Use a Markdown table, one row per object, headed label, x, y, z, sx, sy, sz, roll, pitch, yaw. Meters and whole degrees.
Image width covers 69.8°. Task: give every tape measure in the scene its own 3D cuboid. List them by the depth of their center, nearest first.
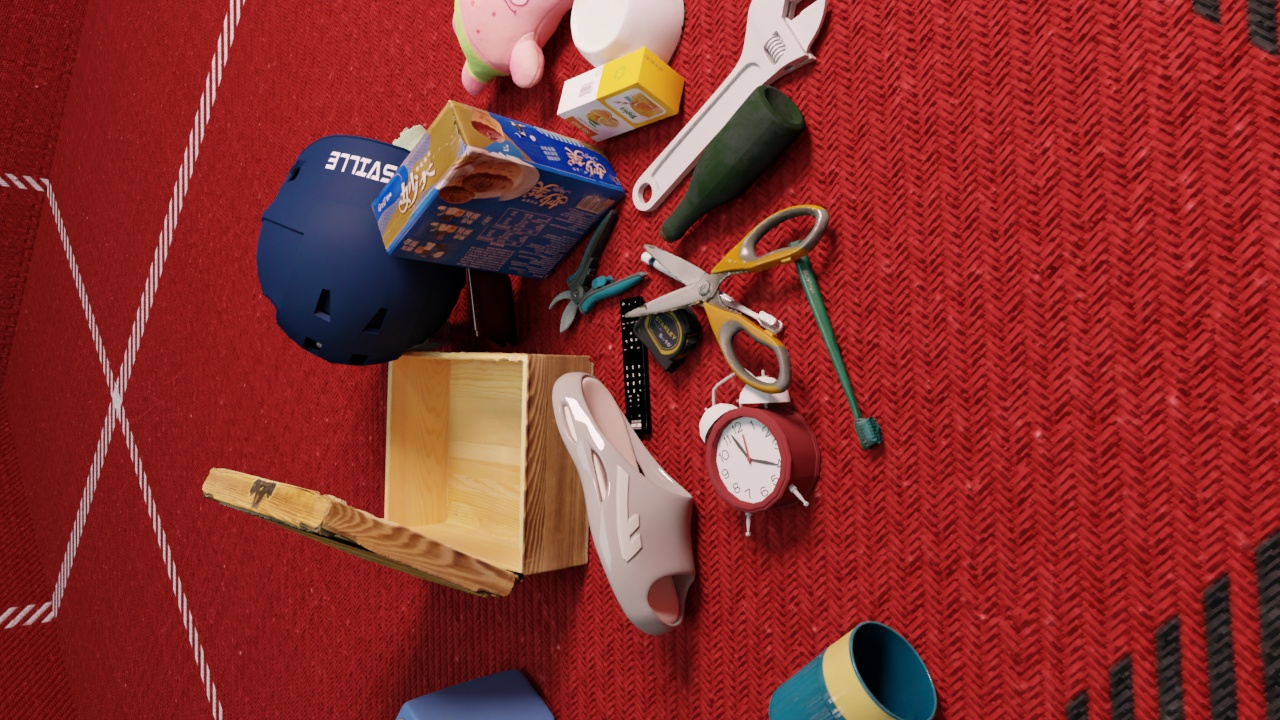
| label | x | y | z | sx | sy | sz | roll | pitch | yaw |
| --- | --- | --- | --- | --- | --- | --- | --- | --- | --- |
| tape measure | 0.029 | -0.030 | 0.886 | 0.061 | 0.034 | 0.062 | 52 | 128 | 18 |

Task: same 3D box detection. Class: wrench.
| label | x | y | z | sx | sy | sz | roll | pitch | yaw |
| --- | --- | --- | --- | --- | --- | --- | --- | --- | --- |
| wrench | 0.072 | -0.244 | 0.861 | 0.274 | 0.018 | 0.086 | -43 | 61 | 37 |

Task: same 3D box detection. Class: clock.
| label | x | y | z | sx | sy | sz | roll | pitch | yaw |
| --- | --- | --- | --- | --- | --- | --- | --- | --- | --- |
| clock | 0.101 | 0.075 | 0.802 | 0.096 | 0.048 | 0.137 | -37 | 65 | 38 |

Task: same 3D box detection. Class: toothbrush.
| label | x | y | z | sx | sy | sz | roll | pitch | yaw |
| --- | --- | --- | --- | --- | --- | --- | --- | --- | --- |
| toothbrush | 0.162 | -0.017 | 0.766 | 0.017 | 0.016 | 0.189 | -33 | 67 | 42 |
| toothbrush | 0.062 | -0.068 | 0.866 | 0.187 | 0.017 | 0.012 | 33 | 80 | 40 |

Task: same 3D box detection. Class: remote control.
| label | x | y | z | sx | sy | sz | roll | pitch | yaw |
| --- | --- | --- | --- | --- | --- | --- | --- | --- | --- |
| remote control | -0.006 | 0.005 | 0.936 | 0.030 | 0.009 | 0.140 | -7 | 84 | 44 |

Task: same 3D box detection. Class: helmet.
| label | x | y | z | sx | sy | sz | roll | pitch | yaw |
| --- | --- | --- | --- | --- | --- | --- | --- | --- | --- |
| helmet | -0.321 | -0.099 | 1.049 | 0.273 | 0.232 | 0.222 | -24 | 50 | 64 |

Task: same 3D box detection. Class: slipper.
| label | x | y | z | sx | sy | sz | roll | pitch | yaw |
| --- | --- | --- | --- | --- | --- | --- | --- | --- | --- |
| slipper | -0.001 | 0.121 | 0.872 | 0.081 | 0.112 | 0.265 | -28 | 69 | 20 |

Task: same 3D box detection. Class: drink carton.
| label | x | y | z | sx | sy | sz | roll | pitch | yaw |
| --- | --- | --- | --- | --- | --- | --- | --- | --- | --- |
| drink carton | -0.023 | -0.263 | 0.918 | 0.123 | 0.058 | 0.040 | -6 | 66 | 44 |

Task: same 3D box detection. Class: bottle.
| label | x | y | z | sx | sy | sz | roll | pitch | yaw |
| --- | --- | --- | --- | --- | --- | --- | --- | --- | --- |
| bottle | 0.073 | -0.168 | 0.833 | 0.175 | 0.055 | 0.055 | -45 | 59 | 38 |

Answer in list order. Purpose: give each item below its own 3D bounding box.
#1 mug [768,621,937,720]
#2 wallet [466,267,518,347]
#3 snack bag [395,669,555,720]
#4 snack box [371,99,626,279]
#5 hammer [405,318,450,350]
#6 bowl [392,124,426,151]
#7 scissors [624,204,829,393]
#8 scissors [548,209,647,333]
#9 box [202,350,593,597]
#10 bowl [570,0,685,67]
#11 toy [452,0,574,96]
| label | x | y | z | sx | sy | sz | roll | pitch | yaw |
| --- | --- | --- | --- | --- | --- | --- | --- | --- | --- |
| mug | 0.173 | 0.277 | 0.712 | 0.113 | 0.083 | 0.107 | 43 | 122 | 5 |
| wallet | -0.169 | -0.063 | 1.031 | 0.018 | 0.115 | 0.091 | -9 | 81 | 10 |
| snack bag | -0.204 | 0.461 | 1.019 | 0.102 | 0.158 | 0.206 | 41 | 118 | 37 |
| snack box | -0.142 | -0.164 | 0.935 | 0.155 | 0.202 | 0.069 | -40 | 62 | 34 |
| hammer | -0.298 | 0.096 | 1.203 | 0.158 | 0.037 | 0.300 | -14 | 79 | 44 |
| bowl | -0.290 | -0.213 | 1.152 | 0.077 | 0.150 | 0.151 | 36 | 122 | -8 |
| scissors | 0.074 | -0.052 | 0.813 | 0.226 | 0.016 | 0.216 | -22 | 65 | 35 |
| scissors | -0.048 | -0.094 | 0.974 | 0.154 | 0.019 | 0.124 | -4 | 86 | 43 |
| box | -0.257 | 0.132 | 0.971 | 0.280 | 0.322 | 0.284 | 1 | 92 | 43 |
| bowl | -0.019 | -0.340 | 0.918 | 0.117 | 0.065 | 0.116 | -2 | 87 | 44 |
| toy | -0.131 | -0.394 | 1.014 | 0.237 | 0.096 | 0.192 | -18 | 85 | 35 |
